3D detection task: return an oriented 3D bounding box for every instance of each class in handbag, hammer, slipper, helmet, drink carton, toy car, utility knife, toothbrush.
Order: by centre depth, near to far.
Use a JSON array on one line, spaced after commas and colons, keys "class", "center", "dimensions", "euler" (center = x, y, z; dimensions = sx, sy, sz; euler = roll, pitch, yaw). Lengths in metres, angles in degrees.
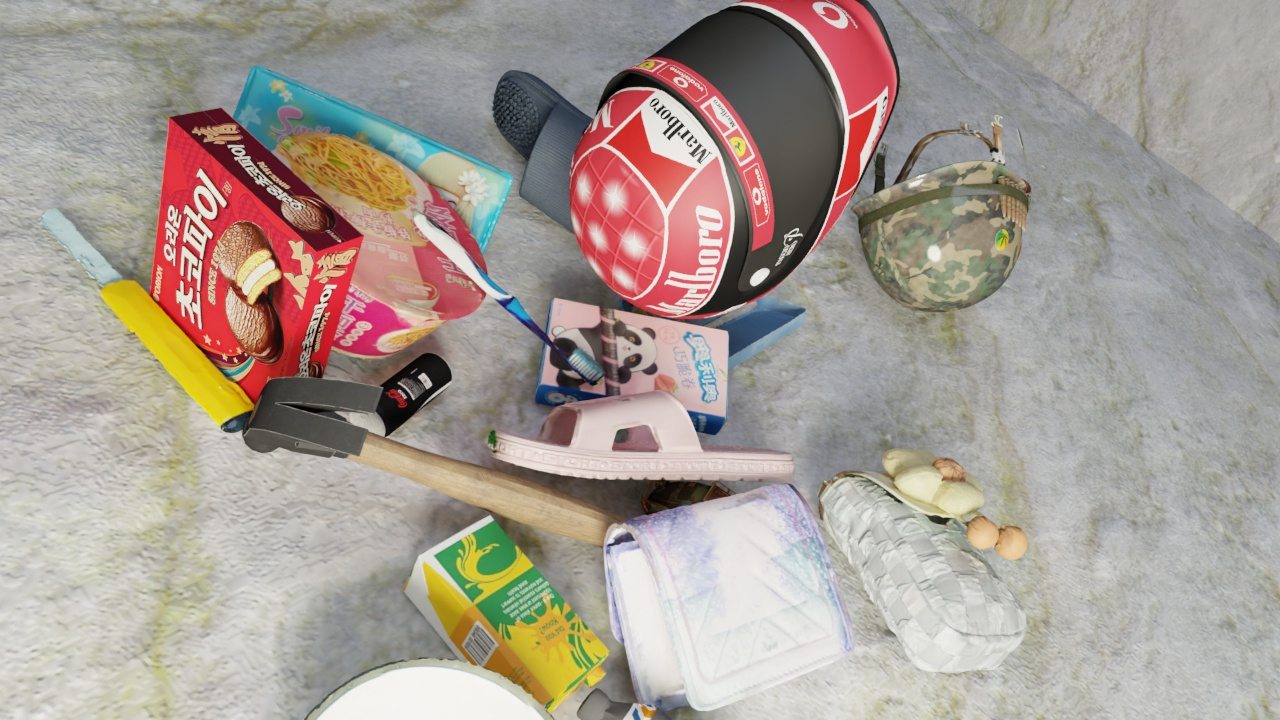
[{"class": "drink carton", "center": [-0.080, 0.161, 0.558], "dimensions": [0.122, 0.041, 0.058], "euler": [44, 40, 18]}, {"class": "hammer", "center": [-0.096, 0.083, 0.596], "dimensions": [0.305, 0.133, 0.040], "euler": [23, 67, -23]}, {"class": "handbag", "center": [0.058, 0.155, 0.615], "dimensions": [0.158, 0.069, 0.126], "euler": [-5, 71, -37]}, {"class": "utility knife", "center": [-0.336, -0.031, 0.622], "dimensions": [0.227, 0.019, 0.030], "euler": [45, 34, 10]}, {"class": "slipper", "center": [0.005, 0.053, 0.674], "dimensions": [0.239, 0.094, 0.064], "euler": [7, 86, -23]}, {"class": "toy car", "center": [0.055, 0.121, 0.687], "dimensions": [0.112, 0.047, 0.047], "euler": [36, 37, 5]}, {"class": "toothbrush", "center": [-0.099, -0.048, 0.693], "dimensions": [0.189, 0.017, 0.016], "euler": [43, 24, -10]}, {"class": "handbag", "center": [0.232, 0.149, 0.712], "dimensions": [0.112, 0.124, 0.171], "euler": [12, 36, -32]}, {"class": "helmet", "center": [0.055, -0.149, 0.736], "dimensions": [0.224, 0.272, 0.197], "euler": [-30, 71, -30]}, {"class": "slipper", "center": [-0.090, -0.205, 0.914], "dimensions": [0.082, 0.101, 0.263], "euler": [-13, 51, -43]}, {"class": "helmet", "center": [0.359, -0.176, 1.093], "dimensions": [0.223, 0.193, 0.236], "euler": [-11, 85, -32]}]

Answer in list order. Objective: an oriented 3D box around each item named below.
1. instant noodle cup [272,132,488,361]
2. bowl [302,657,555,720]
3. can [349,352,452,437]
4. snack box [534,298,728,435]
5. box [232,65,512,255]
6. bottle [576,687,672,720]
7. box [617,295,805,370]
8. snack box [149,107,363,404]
[{"class": "instant noodle cup", "center": [-0.208, -0.077, 0.681], "dimensions": [0.178, 0.078, 0.178], "euler": [35, 29, -23]}, {"class": "bowl", "center": [-0.105, 0.229, 0.440], "dimensions": [0.153, 0.073, 0.153], "euler": [18, 39, -15]}, {"class": "can", "center": [-0.170, 0.025, 0.657], "dimensions": [0.031, 0.032, 0.080], "euler": [35, 38, 6]}, {"class": "snack box", "center": [-0.004, 0.004, 0.753], "dimensions": [0.154, 0.033, 0.087], "euler": [11, 56, -8]}, {"class": "box", "center": [-0.234, -0.166, 0.815], "dimensions": [0.226, 0.097, 0.117], "euler": [22, 4, -11]}, {"class": "bottle", "center": [0.011, 0.234, 0.533], "dimensions": [0.112, 0.047, 0.046], "euler": [38, 38, 9]}, {"class": "box", "center": [0.068, -0.041, 0.884], "dimensions": [0.122, 0.047, 0.208], "euler": [45, 39, 16]}, {"class": "snack box", "center": [-0.255, -0.059, 0.595], "dimensions": [0.132, 0.152, 0.035], "euler": [41, 39, 12]}]
